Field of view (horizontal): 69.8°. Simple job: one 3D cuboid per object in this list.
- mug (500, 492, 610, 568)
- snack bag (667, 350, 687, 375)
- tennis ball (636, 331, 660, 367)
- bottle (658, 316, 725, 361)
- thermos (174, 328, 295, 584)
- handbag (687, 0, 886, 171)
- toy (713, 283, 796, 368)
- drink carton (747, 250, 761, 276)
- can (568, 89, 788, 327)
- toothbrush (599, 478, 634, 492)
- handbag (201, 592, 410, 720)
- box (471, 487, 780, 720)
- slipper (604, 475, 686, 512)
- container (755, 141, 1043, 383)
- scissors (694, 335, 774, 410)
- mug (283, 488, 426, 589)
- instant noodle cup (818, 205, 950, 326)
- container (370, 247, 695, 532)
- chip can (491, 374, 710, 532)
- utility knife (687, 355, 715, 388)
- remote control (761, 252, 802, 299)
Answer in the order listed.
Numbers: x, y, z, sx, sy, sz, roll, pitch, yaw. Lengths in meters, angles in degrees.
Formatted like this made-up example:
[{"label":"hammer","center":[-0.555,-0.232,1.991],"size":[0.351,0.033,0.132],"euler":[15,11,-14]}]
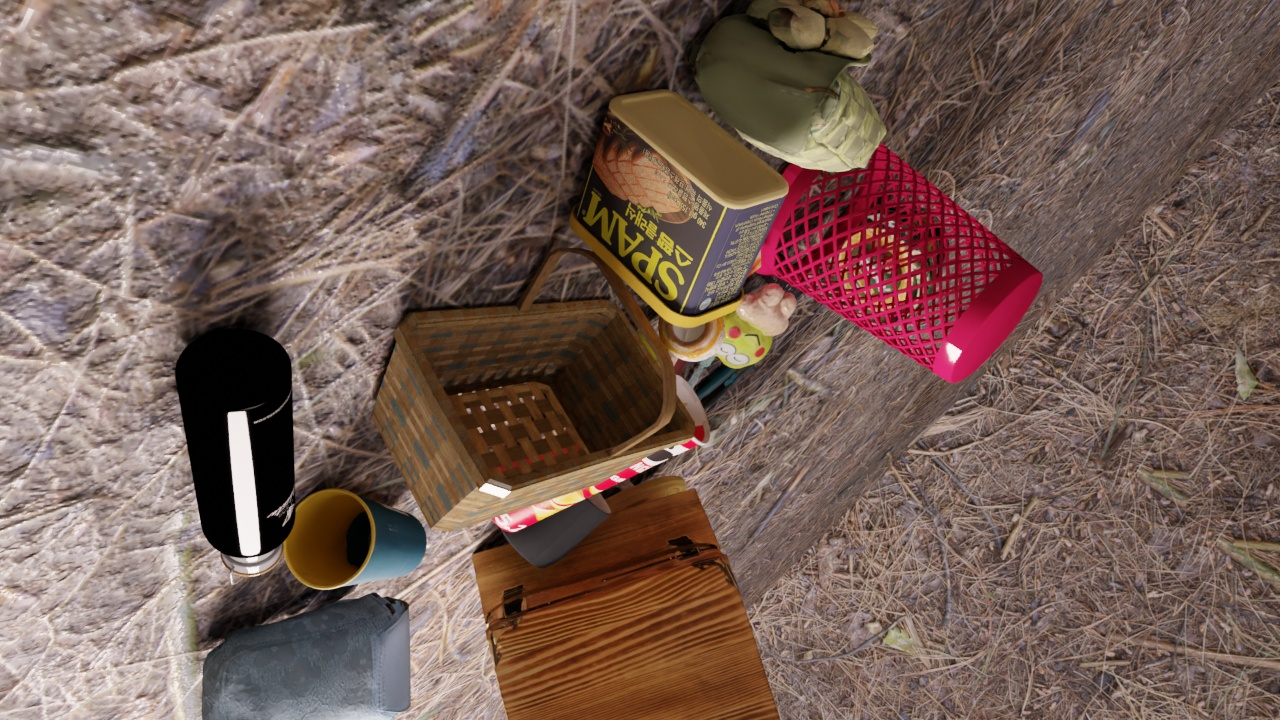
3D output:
[{"label":"mug","center":[-0.096,0.165,1.013],"size":[0.094,0.085,0.121],"euler":[-43,-173,2]},{"label":"snack bag","center":[0.001,0.017,0.981],"size":[0.157,0.013,0.057],"euler":[-17,145,-46]},{"label":"tennis ball","center":[-0.005,0.005,0.880],"size":[0.065,0.065,0.065],"euler":[-35,156,-18]},{"label":"bottle","center":[0.054,-0.029,0.921],"size":[0.063,0.063,0.108],"euler":[-44,171,3]},{"label":"thermos","center":[-0.259,0.078,0.602],"size":[0.061,0.061,0.232],"euler":[-26,152,-35]},{"label":"handbag","center":[0.123,-0.207,0.676],"size":[0.186,0.113,0.117],"euler":[1,118,-63]},{"label":"toy","center":[0.116,-0.038,0.994],"size":[0.092,0.046,0.115],"euler":[29,122,-33]},{"label":"drink carton","center":[0.075,-0.112,0.836],"size":[0.064,0.040,0.130],"euler":[-39,157,-10]},{"label":"can","center":[0.024,-0.108,0.640],"size":[0.075,0.135,0.105],"euler":[-23,148,-39]},{"label":"toothbrush","center":[-0.066,0.170,1.137],"size":[0.180,0.018,0.016],"euler":[-7,141,-53]},{"label":"handbag","center":[-0.305,0.286,0.843],"size":[0.191,0.119,0.122],"euler":[-7,99,-41]},{"label":"box","center":[-0.014,0.342,1.023],"size":[0.279,0.314,0.282],"euler":[-15,136,-6]},{"label":"slipper","center":[-0.038,0.225,1.176],"size":[0.262,0.078,0.100],"euler":[-22,156,-27]},{"label":"container","center":[0.250,-0.096,0.885],"size":[0.182,0.226,0.183],"euler":[-36,151,-23]},{"label":"scissors","center":[0.116,0.016,1.154],"size":[0.128,0.019,0.141],"euler":[-11,135,-42]},{"label":"mug","center":[-0.231,0.151,0.770],"size":[0.078,0.078,0.121],"euler":[-43,163,0]},{"label":"instant noodle cup","center":[0.293,-0.121,1.073],"size":[0.112,0.137,0.138],"euler":[-33,158,-47]},{"label":"container","center":[-0.061,0.016,0.705],"size":[0.187,0.157,0.249],"euler":[-44,160,32]},{"label":"chip can","center":[-0.046,0.092,0.868],"size":[0.221,0.069,0.069],"euler":[-28,163,21]},{"label":"utility knife","center":[0.078,-0.006,1.065],"size":[0.022,0.015,0.180],"euler":[10,133,-22]},{"label":"remote control","center":[0.161,-0.092,1.043],"size":[0.032,0.015,0.136],"euler":[-45,157,6]}]
